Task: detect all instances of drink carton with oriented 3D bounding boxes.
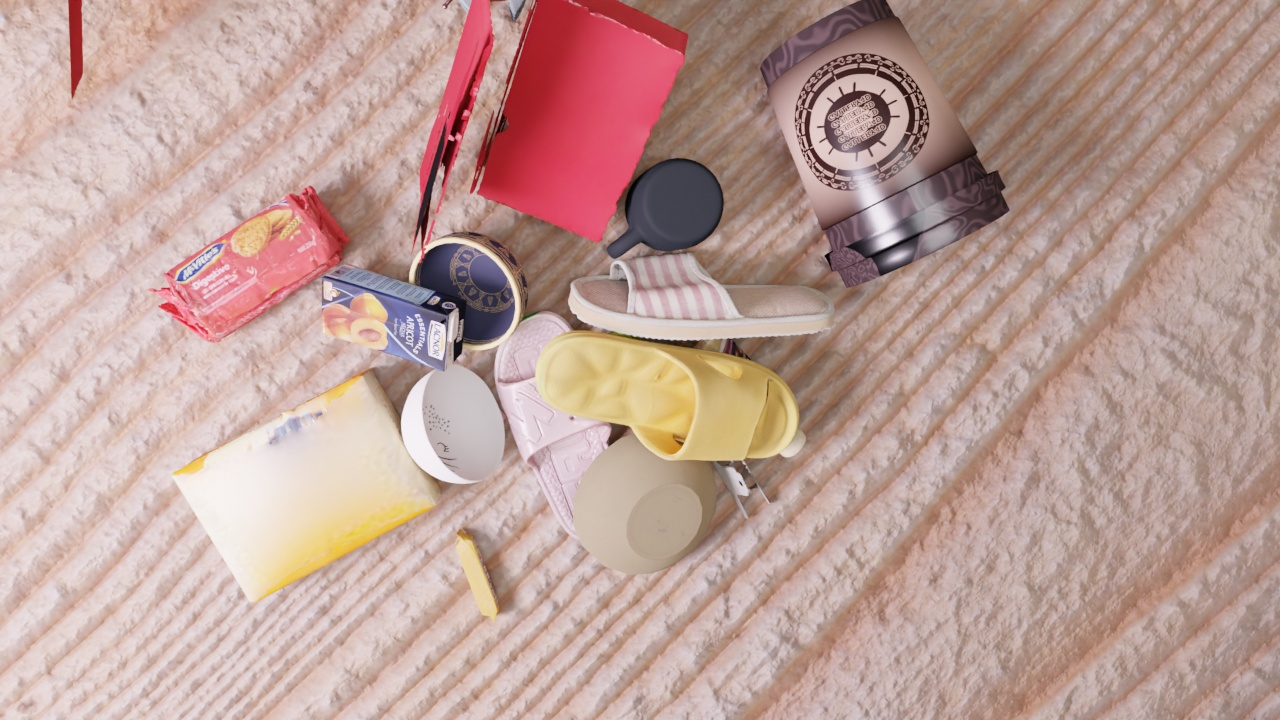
[{"bbox_3d":[-0.228,-0.040,0.853,0.130,0.040,0.064,17,122,9],"label":"drink carton"}]

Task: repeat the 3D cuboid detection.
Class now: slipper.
[{"bbox_3d":[-0.077,0.071,0.902,0.094,0.064,0.239,-20,99,-5],"label":"slipper"},{"bbox_3d":[0.033,0.039,0.847,0.263,0.078,0.100,14,111,-13],"label":"slipper"},{"bbox_3d":[0.063,-0.066,0.890,0.262,0.115,0.052,2,119,-11],"label":"slipper"}]

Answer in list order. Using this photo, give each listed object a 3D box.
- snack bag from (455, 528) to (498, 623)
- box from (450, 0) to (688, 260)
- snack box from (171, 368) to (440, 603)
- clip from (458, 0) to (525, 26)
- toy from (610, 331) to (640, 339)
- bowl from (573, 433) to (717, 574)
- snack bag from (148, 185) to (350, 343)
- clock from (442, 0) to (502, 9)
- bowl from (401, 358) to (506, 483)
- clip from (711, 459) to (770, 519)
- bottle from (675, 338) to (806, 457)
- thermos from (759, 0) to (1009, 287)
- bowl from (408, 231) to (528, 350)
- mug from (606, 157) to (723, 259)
[{"bbox_3d":[-0.164,0.216,0.923,0.020,0.026,0.099,-20,97,-5],"label":"snack bag"},{"bbox_3d":[-0.077,-0.295,0.894,0.197,0.350,0.218,19,130,-12],"label":"box"},{"bbox_3d":[-0.311,0.116,0.865,0.195,0.080,0.145,-28,99,-4],"label":"snack box"},{"bbox_3d":[-0.120,-0.379,0.795,0.112,0.028,0.163,-12,99,-5],"label":"clip"},{"bbox_3d":[-0.005,0.005,0.915,0.094,0.036,0.093,-19,82,-27],"label":"toy"},{"bbox_3d":[0.013,0.147,0.901,0.152,0.050,0.152,-9,112,-23],"label":"bowl"},{"bbox_3d":[-0.354,-0.083,0.842,0.176,0.082,0.082,-34,99,-2],"label":"snack bag"},{"bbox_3d":[-0.123,-0.396,0.843,0.157,0.072,0.120,-20,98,-4],"label":"clock"},{"bbox_3d":[-0.185,0.065,0.873,0.051,0.114,0.115,-20,99,28],"label":"bowl"},{"bbox_3d":[0.098,0.120,0.940,0.056,0.056,0.102,-27,100,28],"label":"clip"},{"bbox_3d":[0.104,0.035,0.925,0.059,0.059,0.166,-46,108,-1],"label":"bottle"},{"bbox_3d":[0.220,-0.206,0.867,0.172,0.173,0.226,-27,92,-4],"label":"thermos"},{"bbox_3d":[-0.154,-0.073,0.871,0.112,0.061,0.113,9,120,15],"label":"bowl"},{"bbox_3d":[0.018,-0.137,0.877,0.121,0.094,0.085,-37,99,-3],"label":"mug"}]
